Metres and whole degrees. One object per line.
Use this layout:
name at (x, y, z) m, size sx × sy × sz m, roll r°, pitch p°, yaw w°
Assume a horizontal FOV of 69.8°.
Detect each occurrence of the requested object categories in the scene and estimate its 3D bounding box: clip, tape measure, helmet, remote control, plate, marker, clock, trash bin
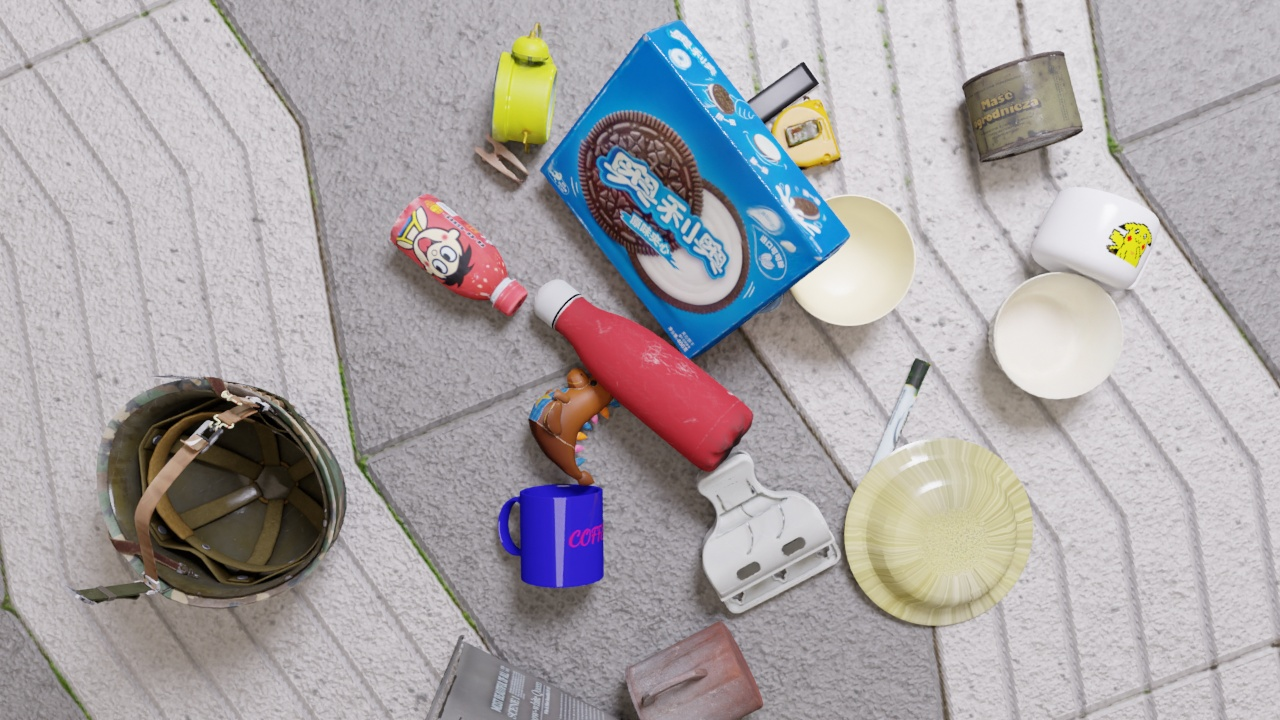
clip at (-0.138, -0.195, 0.901) m, size 0.049 × 0.026 × 0.061 m, roll -16°, pitch 89°, yaw 5°
tape measure at (0.154, -0.216, 0.882) m, size 0.059 × 0.030 × 0.068 m, roll -18°, pitch 90°, yaw 1°
helmet at (-0.376, 0.114, 0.812) m, size 0.224 × 0.236 × 0.192 m, roll 31°, pitch 88°, yaw -9°
remote control at (0.116, -0.244, 0.892) m, size 0.124 × 0.012 × 0.028 m, roll -35°, pitch 89°, yaw 3°
plate at (0.290, 0.168, 0.871) m, size 0.184 × 0.036 × 0.184 m, roll 0°, pitch 95°, yaw -2°
marker at (0.247, 0.067, 0.891) m, size 0.017 × 0.017 × 0.146 m, roll 22°, pitch 93°, yaw 2°
clock at (-0.110, -0.260, 0.868) m, size 0.057 × 0.083 × 0.119 m, roll 9°, pitch 95°, yaw -3°
trash bin at (-0.107, 0.399, 0.838) m, size 0.220 × 0.197 × 0.197 m, roll 22°, pitch 91°, yaw -4°
clip at (0.109, 0.160, 0.875) m, size 0.125 × 0.089 × 0.150 m, roll -28°, pitch 100°, yaw 1°

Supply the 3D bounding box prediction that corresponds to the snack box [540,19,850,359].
snack box at (0.040, -0.142, 0.819) m, size 0.239 × 0.056 × 0.196 m, roll 52°, pitch 138°, yaw 1°

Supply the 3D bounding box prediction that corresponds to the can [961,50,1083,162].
can at (0.349, -0.232, 0.840) m, size 0.090 × 0.090 × 0.074 m, roll -14°, pitch 91°, yaw 3°

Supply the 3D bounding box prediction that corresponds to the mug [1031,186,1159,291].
mug at (0.423, -0.105, 0.842) m, size 0.115 × 0.094 × 0.068 m, roll 23°, pitch 94°, yaw -20°

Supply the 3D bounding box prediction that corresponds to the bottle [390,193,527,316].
bottle at (-0.171, -0.096, 0.886) m, size 0.137 × 0.062 × 0.062 m, roll 39°, pitch 93°, yaw 2°

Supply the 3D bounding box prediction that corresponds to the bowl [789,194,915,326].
bowl at (0.189, -0.091, 0.861) m, size 0.118 × 0.074 × 0.118 m, roll 0°, pitch 91°, yaw 3°

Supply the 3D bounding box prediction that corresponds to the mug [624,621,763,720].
mug at (0.047, 0.303, 0.857) m, size 0.110 × 0.123 × 0.096 m, roll -32°, pitch 64°, yaw 0°

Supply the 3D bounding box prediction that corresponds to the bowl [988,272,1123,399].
bowl at (0.379, -0.022, 0.858) m, size 0.115 × 0.062 × 0.115 m, roll 0°, pitch 91°, yaw 3°

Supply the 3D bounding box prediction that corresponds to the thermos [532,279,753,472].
thermos at (-0.005, 0.005, 0.867) m, size 0.240 × 0.073 × 0.073 m, roll 39°, pitch 93°, yaw 14°

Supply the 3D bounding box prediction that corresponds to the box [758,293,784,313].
box at (0.087, -0.144, 0.869) m, size 0.067 × 0.052 × 0.210 m, roll -12°, pitch 95°, yaw 6°

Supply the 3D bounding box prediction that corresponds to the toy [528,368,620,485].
toy at (-0.056, 0.065, 0.892) m, size 0.090 × 0.071 × 0.103 m, roll -36°, pitch 99°, yaw -16°

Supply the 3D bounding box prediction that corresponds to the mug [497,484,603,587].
mug at (-0.089, 0.166, 0.886) m, size 0.111 × 0.079 × 0.083 m, roll 0°, pitch 91°, yaw 28°
